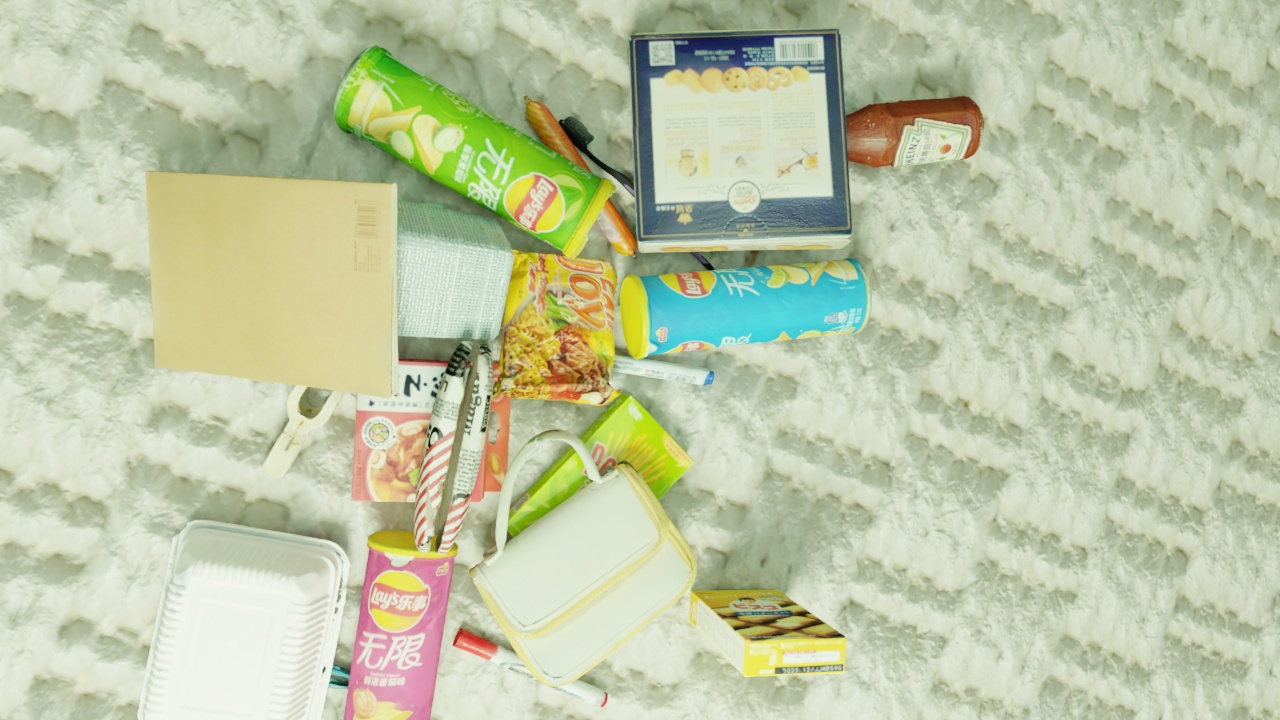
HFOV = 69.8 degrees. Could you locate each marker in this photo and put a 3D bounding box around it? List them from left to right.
[{"bbox_3d":[-0.093,0.265,0.788,0.145,0.017,0.017,29,84,-14],"label":"marker"},{"bbox_3d":[-0.005,0.005,0.804,0.145,0.017,0.017,9,89,-15],"label":"marker"}]

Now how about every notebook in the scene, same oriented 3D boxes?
[{"bbox_3d":[-0.268,-0.057,0.661,0.212,0.012,0.149,6,101,17],"label":"notebook"}]

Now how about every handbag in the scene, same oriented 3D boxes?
[{"bbox_3d":[-0.058,0.151,0.746,0.163,0.063,0.179,-34,98,-13],"label":"handbag"}]

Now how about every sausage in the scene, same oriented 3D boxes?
[{"bbox_3d":[-0.050,-0.155,0.783,0.021,0.021,0.165,-36,101,-12],"label":"sausage"}]

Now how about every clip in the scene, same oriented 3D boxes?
[{"bbox_3d":[-0.260,0.042,0.710,0.035,0.094,0.102,33,72,-14],"label":"clip"},{"bbox_3d":[-0.259,0.254,0.744,0.057,0.015,0.049,20,84,-16],"label":"clip"}]

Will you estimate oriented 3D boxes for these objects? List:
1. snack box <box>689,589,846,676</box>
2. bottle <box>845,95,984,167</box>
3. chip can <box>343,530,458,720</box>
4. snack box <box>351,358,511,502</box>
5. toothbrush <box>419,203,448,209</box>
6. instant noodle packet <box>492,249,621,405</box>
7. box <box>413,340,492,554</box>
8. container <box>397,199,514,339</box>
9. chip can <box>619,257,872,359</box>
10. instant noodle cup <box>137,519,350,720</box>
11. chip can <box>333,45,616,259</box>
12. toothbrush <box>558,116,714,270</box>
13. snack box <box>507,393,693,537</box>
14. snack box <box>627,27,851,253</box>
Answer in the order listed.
[{"bbox_3d":[0.103,0.227,0.776,0.087,0.140,0.033,3,89,-15],"label":"snack box"},{"bbox_3d":[0.206,-0.203,0.833,0.206,0.060,0.060,-7,94,-9],"label":"bottle"},{"bbox_3d":[-0.196,0.247,0.731,0.071,0.071,0.210,8,90,-16],"label":"chip can"},{"bbox_3d":[-0.167,0.056,0.746,0.127,0.044,0.113,2,91,-16],"label":"snack box"},{"bbox_3d":[-0.263,-0.112,0.723,0.224,0.027,0.026,-2,58,-16],"label":"toothbrush"},{"bbox_3d":[-0.066,-0.030,0.760,0.110,0.044,0.128,6,73,-22],"label":"instant noodle packet"},{"bbox_3d":[-0.147,0.065,0.695,0.059,0.072,0.164,15,86,-33],"label":"box"},{"bbox_3d":[-0.163,-0.069,0.709,0.111,0.090,0.090,6,116,-21],"label":"container"},{"bbox_3d":[0.092,-0.047,0.800,0.210,0.071,0.071,-6,93,-15],"label":"chip can"},{"bbox_3d":[-0.306,0.219,0.698,0.138,0.060,0.173,11,90,-7],"label":"instant noodle cup"},{"bbox_3d":[-0.132,-0.164,0.727,0.221,0.072,0.072,29,84,-10],"label":"chip can"},{"bbox_3d":[0.000,-0.144,0.802,0.189,0.014,0.016,43,69,-13],"label":"toothbrush"},{"bbox_3d":[-0.037,0.112,0.794,0.156,0.026,0.086,-45,103,-10],"label":"snack box"},{"bbox_3d":[0.082,-0.185,0.777,0.178,0.046,0.182,-2,86,-2],"label":"snack box"}]
